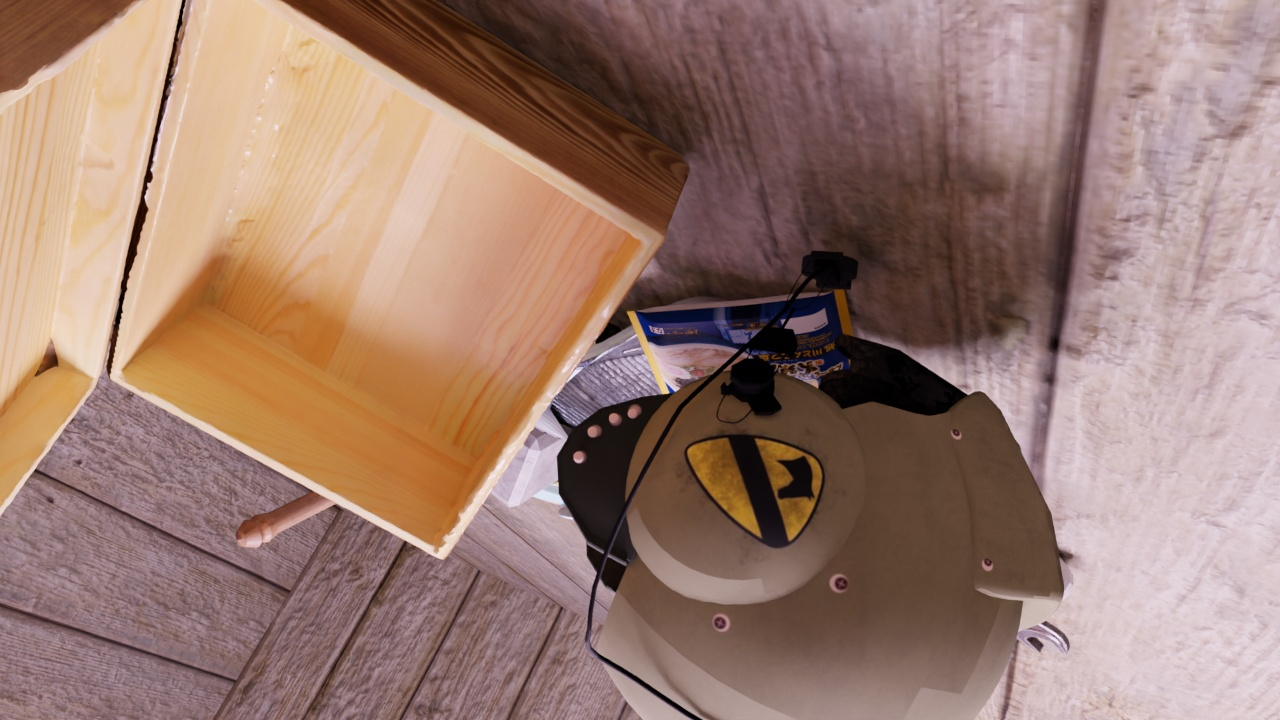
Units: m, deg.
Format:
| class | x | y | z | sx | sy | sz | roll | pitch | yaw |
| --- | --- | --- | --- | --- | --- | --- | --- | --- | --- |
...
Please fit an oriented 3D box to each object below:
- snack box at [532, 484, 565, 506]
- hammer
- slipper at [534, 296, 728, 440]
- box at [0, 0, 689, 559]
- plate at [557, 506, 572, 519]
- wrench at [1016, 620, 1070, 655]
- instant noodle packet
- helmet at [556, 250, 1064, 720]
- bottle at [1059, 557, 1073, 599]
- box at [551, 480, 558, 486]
| class | x | y | z | sx | sy | sz | roll | pitch | yaw |
| --- | --- | --- | --- | --- | --- | --- | --- | --- | --- |
| snack box | -0.143 | 0.109 | 1.060 | 0.175 | 0.074 | 0.053 | 16 | 157 | 4 |
| hammer | -0.205 | 0.085 | 0.780 | 0.163 | 0.316 | 0.083 | 34 | 120 | 18 |
| slipper | -0.004 | 0.004 | 0.702 | 0.111 | 0.063 | 0.265 | 39 | 144 | -24 |
| box | -0.191 | 0.000 | 0.411 | 0.286 | 0.335 | 0.280 | 32 | 127 | -7 |
| plate | -0.030 | 0.174 | 1.077 | 0.134 | 0.011 | 0.134 | -7 | -178 | 0 |
| wrench | 0.250 | 0.140 | 0.700 | 0.273 | 0.010 | 0.070 | 49 | 157 | -20 |
| instant noodle packet | 0.067 | -0.007 | 0.582 | 0.134 | 0.026 | 0.087 | -5 | 136 | 20 |
| helmet | 0.089 | 0.088 | 0.480 | 0.233 | 0.255 | 0.251 | 26 | 161 | 12 |
| bottle | 0.323 | 0.196 | 0.777 | 0.044 | 0.044 | 0.136 | 21 | 159 | 15 |
| box | -0.087 | 0.067 | 0.921 | 0.188 | 0.097 | 0.082 | 5 | 151 | 39 |
